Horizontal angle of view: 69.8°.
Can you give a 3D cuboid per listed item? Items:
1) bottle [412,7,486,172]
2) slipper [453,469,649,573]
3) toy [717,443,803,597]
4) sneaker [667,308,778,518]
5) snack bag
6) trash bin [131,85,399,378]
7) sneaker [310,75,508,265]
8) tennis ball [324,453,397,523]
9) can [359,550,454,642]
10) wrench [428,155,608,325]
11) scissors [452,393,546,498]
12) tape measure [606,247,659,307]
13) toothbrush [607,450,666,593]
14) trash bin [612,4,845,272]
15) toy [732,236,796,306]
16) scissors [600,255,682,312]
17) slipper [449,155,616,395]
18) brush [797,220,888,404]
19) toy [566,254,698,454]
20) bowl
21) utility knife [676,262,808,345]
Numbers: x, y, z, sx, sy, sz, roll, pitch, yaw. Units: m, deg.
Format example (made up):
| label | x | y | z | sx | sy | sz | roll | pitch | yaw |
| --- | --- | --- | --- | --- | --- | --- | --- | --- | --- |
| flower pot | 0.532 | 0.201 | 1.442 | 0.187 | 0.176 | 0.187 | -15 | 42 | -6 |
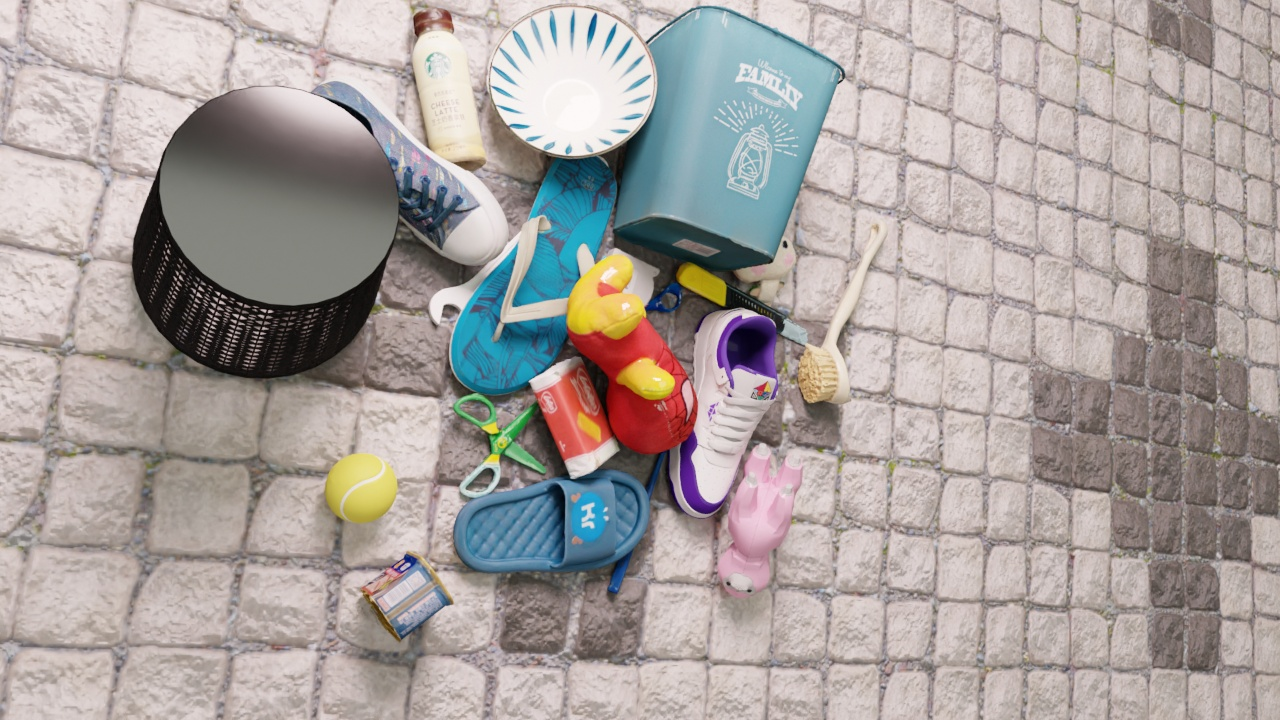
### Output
| label | x | y | z | sx | sy | sz | roll | pitch | yaw |
| --- | --- | --- | --- | --- | --- | --- | --- | --- | --- |
| bottle | -0.200 | -0.276 | 0.943 | 0.056 | 0.057 | 0.162 | -10 | 88 | -27 |
| slipper | -0.085 | 0.172 | 0.944 | 0.213 | 0.059 | 0.104 | -6 | 88 | -25 |
| toy | 0.132 | 0.182 | 1.026 | 0.067 | 0.158 | 0.123 | 17 | 30 | 10 |
| sneaker | 0.104 | 0.055 | 1.019 | 0.091 | 0.111 | 0.244 | 15 | 77 | -24 |
| snack bag | -0.067 | 0.058 | 0.960 | 0.116 | 0.036 | 0.076 | 67 | 25 | -4 |
| trash bin | -0.307 | -0.105 | 0.764 | 0.216 | 0.244 | 0.217 | 3 | 82 | -26 |
| sneaker | -0.232 | -0.175 | 0.887 | 0.235 | 0.079 | 0.088 | 43 | 112 | -9 |
| tennis ball | -0.261 | 0.119 | 0.859 | 0.065 | 0.065 | 0.065 | 3 | 82 | -26 |
| can | -0.218 | 0.217 | 0.849 | 0.058 | 0.100 | 0.054 | -35 | 98 | -24 |
| wrench | -0.124 | -0.131 | 0.988 | 0.047 | 0.009 | 0.272 | 47 | 67 | -14 |
| scissors | -0.147 | 0.087 | 0.943 | 0.125 | 0.011 | 0.131 | 39 | 75 | -25 |
| tape measure | -0.015 | -0.086 | 1.014 | 0.060 | 0.020 | 0.062 | 24 | 76 | -21 |
| toothbrush | -0.002 | 0.162 | 1.009 | 0.017 | 0.016 | 0.189 | 24 | 74 | -14 |
| trash bin | 0.082 | -0.227 | 1.008 | 0.196 | 0.199 | 0.218 | 17 | 83 | -22 |
| toy | 0.147 | -0.119 | 1.100 | 0.087 | 0.050 | 0.112 | -15 | 86 | -25 |
| scissors | -0.003 | -0.061 | 1.035 | 0.133 | 0.014 | 0.127 | -15 | 90 | -28 |
| slipper | -0.095 | -0.093 | 0.962 | 0.118 | 0.060 | 0.294 | 33 | 73 | -31 |
| brush | 0.260 | -0.065 | 1.147 | 0.077 | 0.062 | 0.271 | 33 | 67 | -24 |
| toy | -0.006 | 0.006 | 0.954 | 0.099 | 0.147 | 0.216 | -17 | 124 | 12 |
| bowl | -0.073 | -0.285 | 0.985 | 0.177 | 0.071 | 0.177 | 1 | 77 | -4 |
| utility knife | 0.128 | -0.063 | 1.093 | 0.203 | 0.020 | 0.029 | 26 | 103 | -25 |
